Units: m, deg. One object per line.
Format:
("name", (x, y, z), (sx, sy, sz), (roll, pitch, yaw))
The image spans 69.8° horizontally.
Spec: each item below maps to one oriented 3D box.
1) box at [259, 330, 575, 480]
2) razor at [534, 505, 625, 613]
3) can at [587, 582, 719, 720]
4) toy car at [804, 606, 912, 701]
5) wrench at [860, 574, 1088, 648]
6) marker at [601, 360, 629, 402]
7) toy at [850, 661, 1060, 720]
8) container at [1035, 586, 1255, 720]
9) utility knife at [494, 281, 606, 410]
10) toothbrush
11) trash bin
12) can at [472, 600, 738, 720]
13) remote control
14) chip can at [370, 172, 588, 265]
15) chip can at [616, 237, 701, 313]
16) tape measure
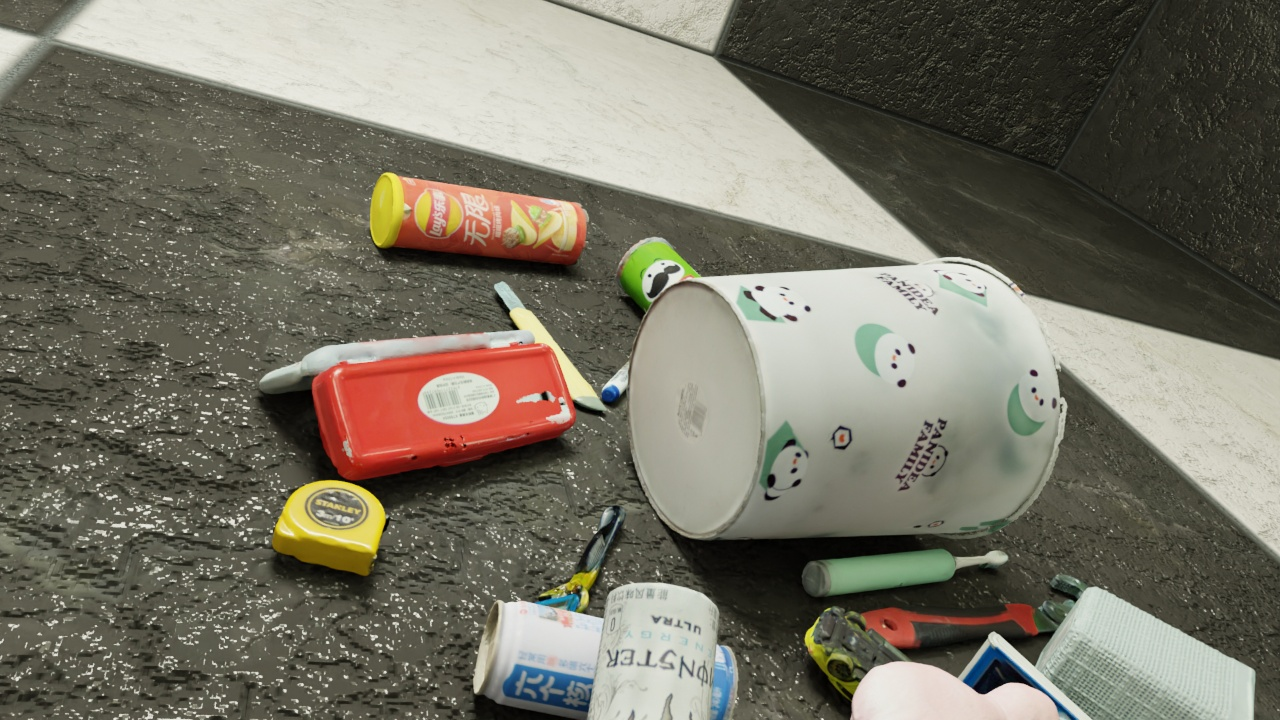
("box", (-0.156, 0.028, 0.666), (0.201, 0.100, 0.110), (-9, 76, -48))
("razor", (-0.035, 0.132, 0.589), (0.043, 0.022, 0.142), (-17, 13, 21))
("can", (0.002, 0.181, 0.424), (0.058, 0.058, 0.146), (17, 54, -10))
("toy car", (0.150, 0.204, 0.585), (0.105, 0.032, 0.048), (38, 34, 4))
("wrench", (0.273, 0.197, 0.706), (0.273, 0.016, 0.056), (3, 33, -33))
("marker", (-0.005, 0.005, 0.846), (0.017, 0.017, 0.145), (27, 27, 8))
("toy", (0.186, 0.232, 0.521), (0.159, 0.054, 0.121), (9, 52, -24))
("container", (0.335, 0.226, 0.627), (0.111, 0.090, 0.090), (31, 28, 24))
("utility knife", (-0.087, -0.019, 0.823), (0.030, 0.021, 0.201), (5, 38, -41))
("toothbrush", (0.215, 0.161, 0.716), (0.224, 0.027, 0.026), (3, 46, -33))
("trash bin", (0.140, 0.032, 0.698), (0.251, 0.230, 0.229), (-1, 35, -28))
("can", (-0.019, 0.168, 0.496), (0.134, 0.053, 0.053), (16, 28, -13))
("remote control", (0.264, 0.237, 0.591), (0.024, 0.049, 0.125), (-3, 37, -45))
("chip can", (-0.160, -0.140, 0.933), (0.216, 0.073, 0.073), (1, 34, -36))
("chip can", (0.062, -0.033, 0.907), (0.072, 0.072, 0.236), (1, 35, -36))
("tape measure", (-0.178, 0.097, 0.532), (0.060, 0.029, 0.057), (17, 28, -12))
